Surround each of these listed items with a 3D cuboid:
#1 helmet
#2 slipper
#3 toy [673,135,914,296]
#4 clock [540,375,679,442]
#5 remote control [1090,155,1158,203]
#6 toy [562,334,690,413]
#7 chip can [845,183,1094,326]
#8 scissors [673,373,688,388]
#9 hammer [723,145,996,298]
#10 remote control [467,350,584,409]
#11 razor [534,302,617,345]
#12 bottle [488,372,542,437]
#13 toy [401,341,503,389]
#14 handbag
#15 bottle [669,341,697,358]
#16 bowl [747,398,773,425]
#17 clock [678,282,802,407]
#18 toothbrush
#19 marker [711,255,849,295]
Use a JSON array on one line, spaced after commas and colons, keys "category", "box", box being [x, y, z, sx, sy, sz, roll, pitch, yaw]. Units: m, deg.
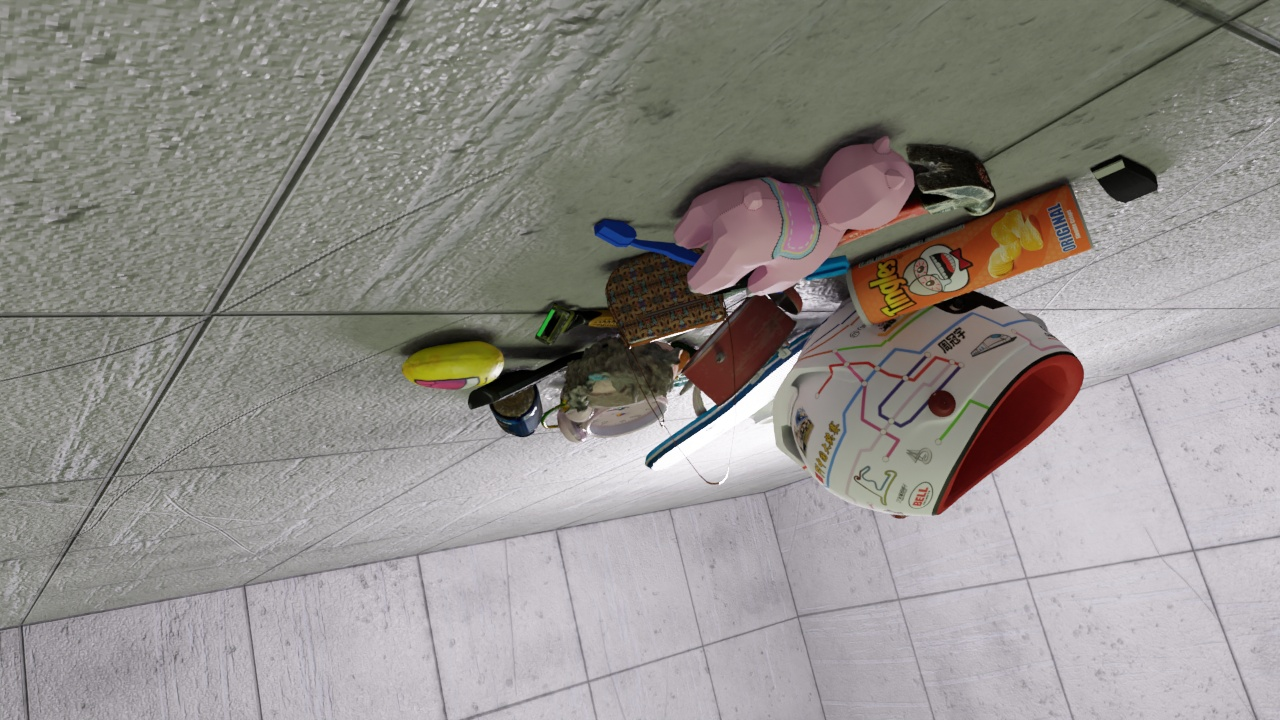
[{"category": "helmet", "box": [0.297, 0.028, 1.004, 0.313, 0.236, 0.231, -27, 142, -29]}, {"category": "slipper", "box": [0.118, 0.041, 1.187, 0.295, 0.060, 0.118, -38, 156, 12]}, {"category": "toy", "box": [0.107, -0.102, 0.645, 0.123, 0.067, 0.158, 0, 156, -41]}, {"category": "clock", "box": [-0.041, 0.048, 1.067, 0.157, 0.058, 0.117, -12, 155, -17]}, {"category": "remote control", "box": [0.439, -0.163, 0.832, 0.039, 0.010, 0.124, -24, 162, 37]}, {"category": "toy", "box": [-0.005, 0.005, 0.930, 0.133, 0.076, 0.175, -9, -179, 24]}, {"category": "chip can", "box": [0.304, -0.096, 0.863, 0.211, 0.062, 0.062, -21, 165, 26]}, {"category": "scissors", "box": [0.089, 0.018, 1.210, 0.131, 0.013, 0.078, -6, 160, -37]}, {"category": "hammer", "box": [0.124, -0.090, 0.768, 0.327, 0.036, 0.140, -22, 166, 28]}, {"category": "remote control", "box": [-0.113, 0.016, 0.929, 0.046, 0.021, 0.140, -18, -174, 40]}, {"category": "razor", "box": [-0.030, -0.037, 0.859, 0.143, 0.021, 0.044, -2, 141, -38]}, {"category": "bottle", "box": [-0.140, 0.056, 1.053, 0.056, 0.056, 0.161, -12, 167, -6]}, {"category": "toy", "box": [-0.172, 0.005, 0.848, 0.094, 0.041, 0.096, -4, 171, -25]}, {"category": "handbag", "box": [0.037, 0.006, 0.728, 0.093, 0.195, 0.043, -16, 161, -1]}, {"category": "bottle", "box": [0.062, 0.003, 1.086, 0.033, 0.033, 0.123, -18, 166, 18]}, {"category": "bowl", "box": [0.188, 0.048, 1.297, 0.177, 0.071, 0.177, -16, 167, -4]}, {"category": "clock", "box": [0.108, -0.021, 0.875, 0.156, 0.062, 0.110, -49, -179, -33]}, {"category": "toothbrush", "box": [0.045, -0.078, 0.707, 0.186, 0.016, 0.011, 13, 145, -34]}, {"category": "marker", "box": [0.112, -0.067, 0.733, 0.123, 0.015, 0.018, -12, 164, -17]}]
